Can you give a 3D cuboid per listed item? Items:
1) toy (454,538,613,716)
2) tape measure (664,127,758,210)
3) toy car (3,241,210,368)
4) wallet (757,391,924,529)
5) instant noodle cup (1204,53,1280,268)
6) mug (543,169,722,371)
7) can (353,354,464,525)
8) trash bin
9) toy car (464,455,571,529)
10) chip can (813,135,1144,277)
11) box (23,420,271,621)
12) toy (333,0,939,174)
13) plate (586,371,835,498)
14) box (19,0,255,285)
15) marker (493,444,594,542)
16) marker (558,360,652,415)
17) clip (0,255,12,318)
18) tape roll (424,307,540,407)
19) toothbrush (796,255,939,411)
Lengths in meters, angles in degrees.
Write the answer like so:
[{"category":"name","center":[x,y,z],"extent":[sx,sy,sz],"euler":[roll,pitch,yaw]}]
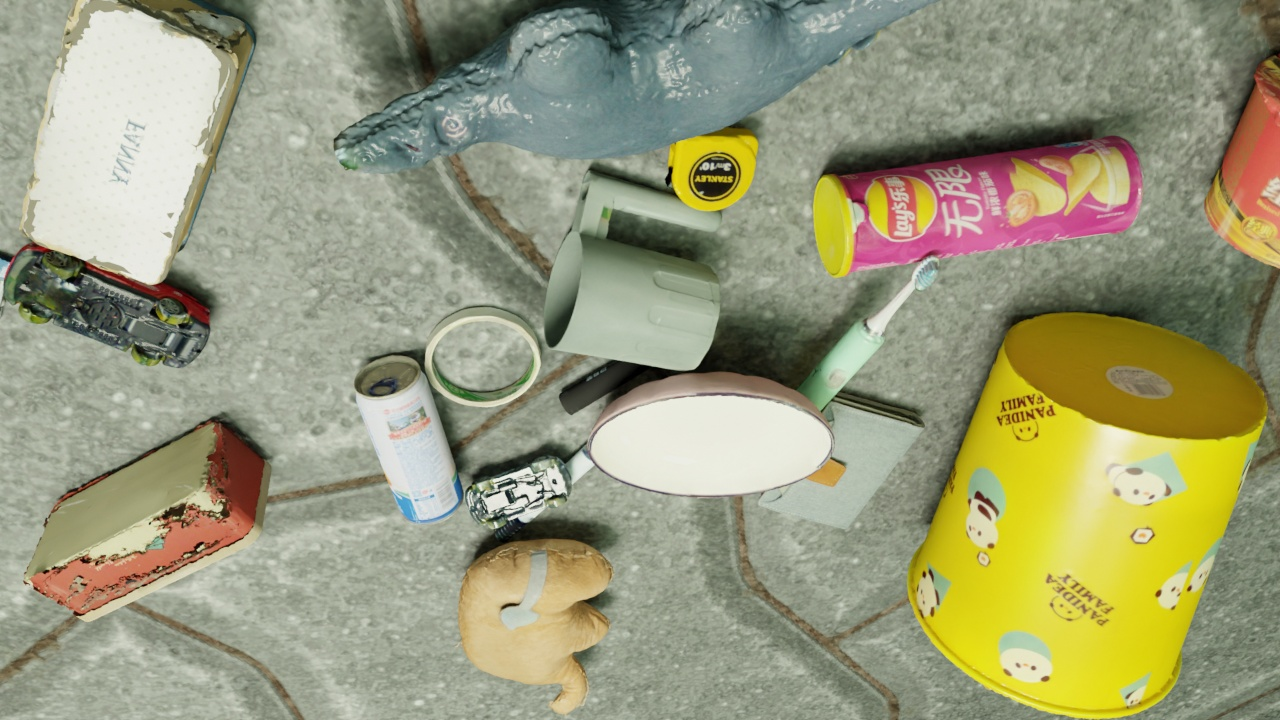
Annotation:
[{"category":"toy","center":[-0.098,0.249,0.847],"extent":[0.143,0.082,0.226],"euler":[1,129,-3]},{"category":"tape measure","center":[0.046,-0.131,0.615],"extent":[0.060,0.028,0.057],"euler":[-1,126,-10]},{"category":"toy car","center":[-0.346,-0.038,0.601],"extent":[0.120,0.045,0.053],"euler":[28,115,-34]},{"category":"wallet","center":[0.173,0.091,0.805],"extent":[0.106,0.037,0.130],"euler":[15,123,-22]},{"category":"instant noodle cup","center":[0.474,-0.134,0.636],"extent":[0.138,0.137,0.109],"euler":[-4,136,-8]},{"category":"mug","center":[-0.002,-0.058,0.638],"extent":[0.103,0.084,0.124],"euler":[12,99,-20]},{"category":"can","center":[-0.176,0.063,0.705],"extent":[0.053,0.053,0.135],"euler":[-10,128,-3]},{"category":"trash bin","center":[0.360,0.114,0.751],"extent":[0.229,0.229,0.256],"euler":[-2,122,-9]},{"category":"toy car","center":[-0.100,0.108,0.762],"extent":[0.090,0.034,0.043],"euler":[-20,97,7]},{"category":"chip can","center":[0.232,-0.109,0.641],"extent":[0.210,0.071,0.071],"euler":[-9,128,-5]},{"category":"box","center":[-0.372,0.117,0.685],"extent":[0.168,0.091,0.077],"euler":[-26,131,9]},{"category":"toy","center":[0.005,-0.167,0.516],"extent":[0.356,0.137,0.091],"euler":[-14,100,8]},{"category":"plate","center":[0.055,0.056,0.725],"extent":[0.192,0.039,0.193],"euler":[1,150,0]},{"category":"box","center":[-0.295,-0.126,0.537],"extent":[0.089,0.059,0.185],"euler":[23,121,-25]},{"category":"marker","center":[-0.081,0.113,0.785],"extent":[0.022,0.018,0.131],"euler":[37,113,-22]},{"category":"marker","center":[-0.004,0.004,0.714],"extent":[0.132,0.020,0.022],"euler":[-30,82,12]},{"category":"clip","center":[-0.425,-0.045,0.600],"extent":[0.024,0.029,0.057],"euler":[17,112,-25]},{"category":"tape roll","center":[-0.119,-0.002,0.692],"extent":[0.085,0.013,0.086],"euler":[-5,128,-7]},{"category":"toothbrush","center":[0.158,-0.004,0.697],"extent":[0.026,0.027,0.225],"euler":[19,138,-11]}]
